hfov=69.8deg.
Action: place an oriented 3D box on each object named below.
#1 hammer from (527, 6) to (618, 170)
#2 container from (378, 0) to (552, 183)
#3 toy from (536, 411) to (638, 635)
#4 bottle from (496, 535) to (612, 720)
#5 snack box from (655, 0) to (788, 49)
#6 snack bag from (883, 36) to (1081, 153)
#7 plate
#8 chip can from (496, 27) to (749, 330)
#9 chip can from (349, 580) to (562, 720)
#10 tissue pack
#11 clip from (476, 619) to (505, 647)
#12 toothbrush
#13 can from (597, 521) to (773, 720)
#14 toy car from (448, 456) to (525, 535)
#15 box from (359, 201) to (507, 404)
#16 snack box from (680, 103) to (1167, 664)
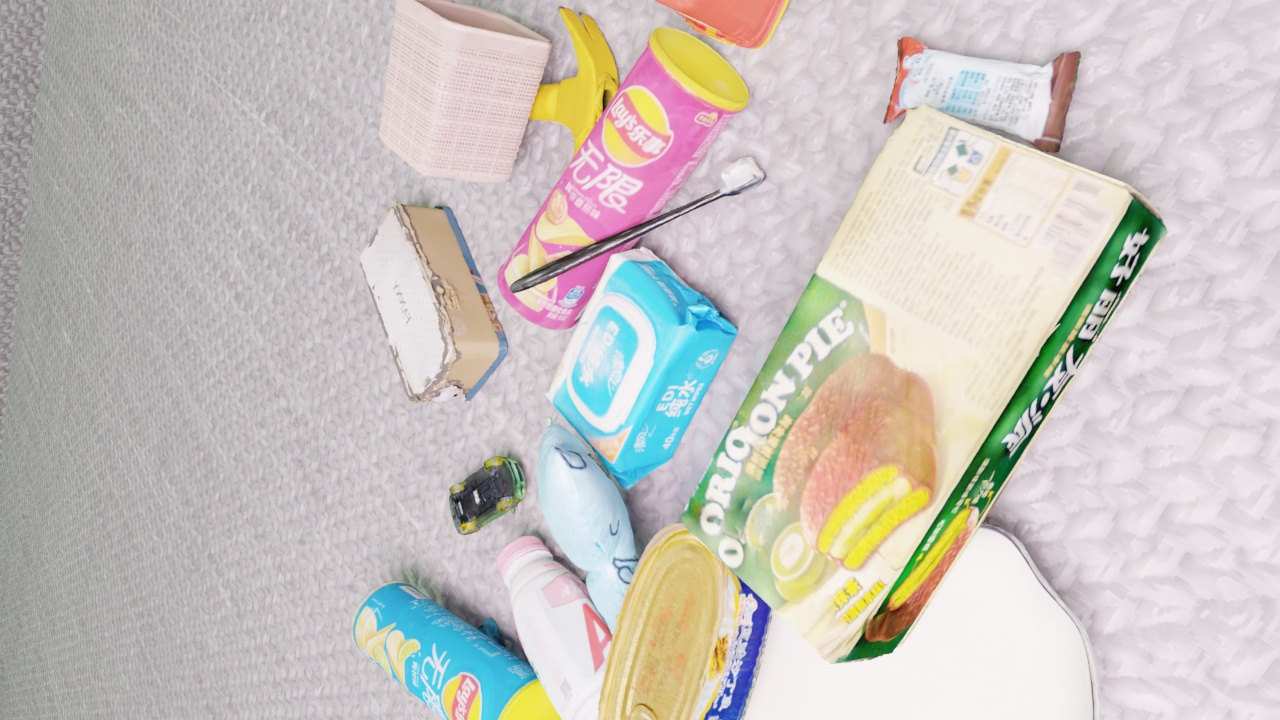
[{"bbox_3d":[-0.123,-0.210,0.748,0.301,0.032,0.129,15,101,45],"label":"hammer"},{"bbox_3d":[-0.133,-0.197,0.673,0.090,0.090,0.111,40,122,38],"label":"container"},{"bbox_3d":[-0.030,0.110,0.592,0.156,0.049,0.161,62,172,22],"label":"toy"},{"bbox_3d":[-0.043,0.203,0.642,0.197,0.068,0.068,48,122,39],"label":"bottle"},{"bbox_3d":[0.040,-0.239,0.543,0.091,0.080,0.082,43,119,38],"label":"snack box"},{"bbox_3d":[0.163,-0.133,0.452,0.104,0.026,0.048,23,113,43],"label":"snack bag"},{"bbox_3d":[0.111,0.162,0.488,0.266,0.034,0.162,-7,75,46],"label":"plate"},{"bbox_3d":[-0.019,-0.113,0.610,0.211,0.071,0.071,-49,57,35],"label":"chip can"},{"bbox_3d":[-0.147,0.244,0.725,0.210,0.071,0.071,14,100,43],"label":"chip can"},{"bbox_3d":[-0.004,0.004,0.600,0.090,0.063,0.140,46,121,34],"label":"tissue pack"},{"bbox_3d":[-0.121,0.243,0.759,0.043,0.014,0.056,-47,58,35],"label":"clip"},{"bbox_3d":[-0.007,-0.082,0.580,0.181,0.018,0.015,-24,38,16],"label":"toothbrush"},{"bbox_3d":[0.025,0.165,0.516,0.075,0.049,0.148,17,92,49],"label":"can"},{"bbox_3d":[-0.123,0.110,0.745,0.091,0.036,0.043,-37,63,41],"label":"toy car"},{"bbox_3d":[-0.184,-0.055,0.794,0.090,0.061,0.184,-43,58,37],"label":"box"},{"bbox_3d":[0.123,0.013,0.434,0.114,0.063,0.240,38,108,41],"label":"snack box"}]
